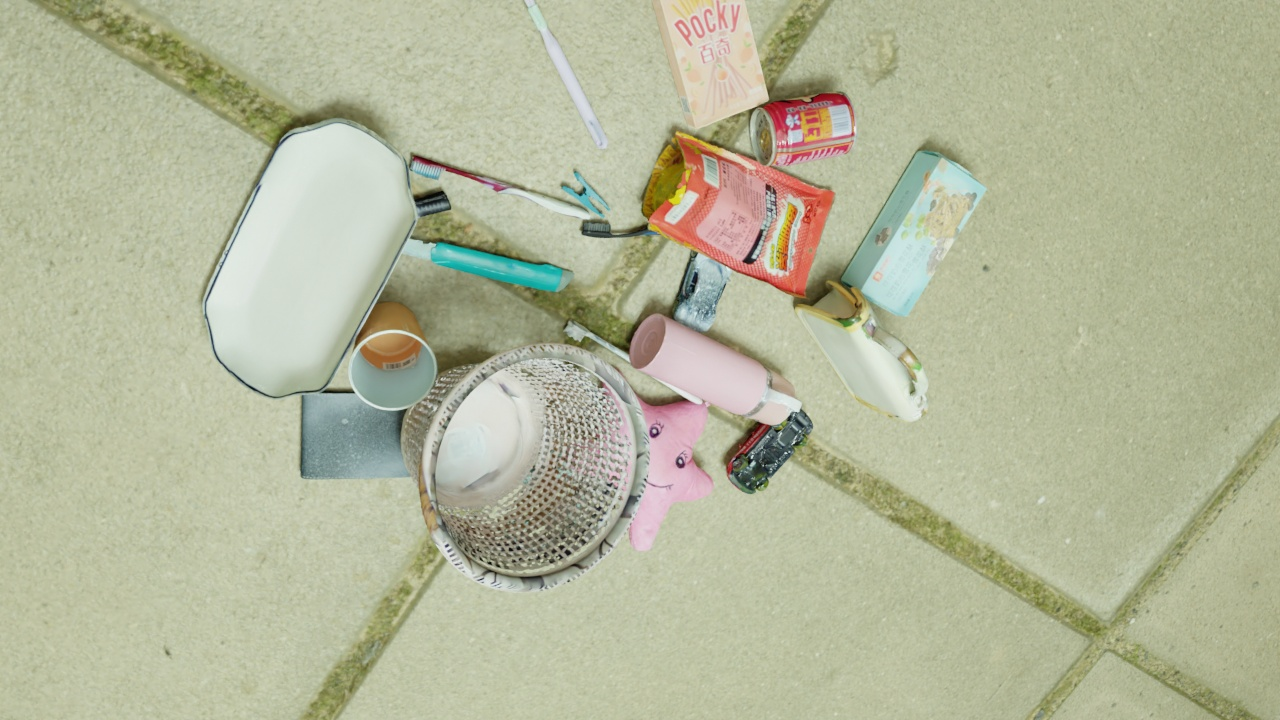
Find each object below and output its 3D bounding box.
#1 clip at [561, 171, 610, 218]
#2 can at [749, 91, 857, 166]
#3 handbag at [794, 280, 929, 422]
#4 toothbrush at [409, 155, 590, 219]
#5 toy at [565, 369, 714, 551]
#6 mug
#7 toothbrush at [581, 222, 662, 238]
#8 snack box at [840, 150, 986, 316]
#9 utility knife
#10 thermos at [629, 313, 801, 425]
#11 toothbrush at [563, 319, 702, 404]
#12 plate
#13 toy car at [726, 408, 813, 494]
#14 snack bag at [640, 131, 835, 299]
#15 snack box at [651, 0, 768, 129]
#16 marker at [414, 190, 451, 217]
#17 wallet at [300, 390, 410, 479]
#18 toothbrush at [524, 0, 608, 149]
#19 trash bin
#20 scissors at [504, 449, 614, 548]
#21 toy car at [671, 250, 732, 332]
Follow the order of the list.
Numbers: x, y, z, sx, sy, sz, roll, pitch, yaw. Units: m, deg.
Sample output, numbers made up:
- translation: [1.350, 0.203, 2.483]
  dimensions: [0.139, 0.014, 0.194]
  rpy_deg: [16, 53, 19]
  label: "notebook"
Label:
- translation: [-0.054, -0.167, 0.938]
  dimensions: [0.057, 0.014, 0.048]
  rpy_deg: [37, 94, -24]
  label: "clip"
- translation: [0.167, -0.238, 0.949]
  dimensions: [0.093, 0.066, 0.066]
  rpy_deg: [-13, 114, -12]
  label: "can"
- translation: [0.266, -0.005, 1.010]
  dimensions: [0.063, 0.179, 0.163]
  rpy_deg: [-42, 115, -5]
  label: "handbag"
- translation: [-0.136, -0.167, 0.912]
  dimensions: [0.187, 0.016, 0.017]
  rpy_deg: [15, 113, -22]
  label: "toothbrush"
- translation: [0.009, 0.094, 1.026]
  dimensions: [0.178, 0.075, 0.194]
  rpy_deg: [-41, 106, -23]
  label: "toy"
- translation: [-0.239, -0.011, 0.881]
  dimensions: [0.078, 0.122, 0.078]
  rpy_deg: [-6, 112, -14]
  label: "mug"
- translation: [0.029, -0.138, 0.976]
  dimensions: [0.189, 0.014, 0.016]
  rpy_deg: [-2, 86, -17]
  label: "toothbrush"
- translation: [0.307, -0.142, 1.038]
  dimensions: [0.074, 0.051, 0.175]
  rpy_deg: [24, 101, -25]
  label: "snack box"
- translation: [-0.167, -0.101, 0.929]
  dimensions: [0.209, 0.013, 0.029]
  rpy_deg: [12, 109, -24]
  label: "utility knife"
- translation: [0.089, 0.016, 1.010]
  dimensions: [0.198, 0.087, 0.067]
  rpy_deg: [26, 85, -28]
  label: "thermos"
- translation: [-0.006, 0.006, 1.009]
  dimensions: [0.180, 0.016, 0.016]
  rpy_deg: [30, 109, -18]
  label: "toothbrush"
- translation: [-0.300, -0.091, 0.847]
  dimensions: [0.162, 0.034, 0.266]
  rpy_deg: [32, 99, 13]
  label: "plate"
- translation: [0.151, 0.104, 1.090]
  dimensions: [0.120, 0.045, 0.053]
  rpy_deg: [-48, 114, -1]
  label: "toy car"
- translation: [0.109, -0.153, 0.966]
  dimensions: [0.207, 0.073, 0.128]
  rpy_deg: [18, 83, -26]
  label: "snack bag"
- translation: [0.067, -0.319, 0.909]
  dimensions: [0.084, 0.026, 0.157]
  rpy_deg: [-23, 116, -8]
  label: "snack box"
- translation: [-0.249, -0.140, 0.886]
  dimensions: [0.130, 0.018, 0.023]
  rpy_deg: [-15, 122, -12]
  label: "marker"
- translation: [-0.291, 0.078, 0.959]
  dimensions: [0.120, 0.019, 0.097]
  rpy_deg: [2, 109, -20]
  label: "wallet"
- translation: [-0.076, -0.288, 0.882]
  dimensions: [0.029, 0.021, 0.189]
  rpy_deg: [-11, 122, 29]
  label: "toothbrush"
- translation: [-0.134, 0.088, 0.895]
  dimensions: [0.227, 0.192, 0.227]
  rpy_deg: [-4, 98, -31]
  label: "trash bin"
- translation: [-0.094, 0.137, 1.042]
  dimensions: [0.177, 0.019, 0.169]
  rpy_deg: [-30, 116, -2]
  label: "scissors"
- translation: [0.070, -0.081, 1.001]
  dimensions: [0.049, 0.031, 0.106]
  rpy_deg: [13, 105, -22]
  label: "toy car"
